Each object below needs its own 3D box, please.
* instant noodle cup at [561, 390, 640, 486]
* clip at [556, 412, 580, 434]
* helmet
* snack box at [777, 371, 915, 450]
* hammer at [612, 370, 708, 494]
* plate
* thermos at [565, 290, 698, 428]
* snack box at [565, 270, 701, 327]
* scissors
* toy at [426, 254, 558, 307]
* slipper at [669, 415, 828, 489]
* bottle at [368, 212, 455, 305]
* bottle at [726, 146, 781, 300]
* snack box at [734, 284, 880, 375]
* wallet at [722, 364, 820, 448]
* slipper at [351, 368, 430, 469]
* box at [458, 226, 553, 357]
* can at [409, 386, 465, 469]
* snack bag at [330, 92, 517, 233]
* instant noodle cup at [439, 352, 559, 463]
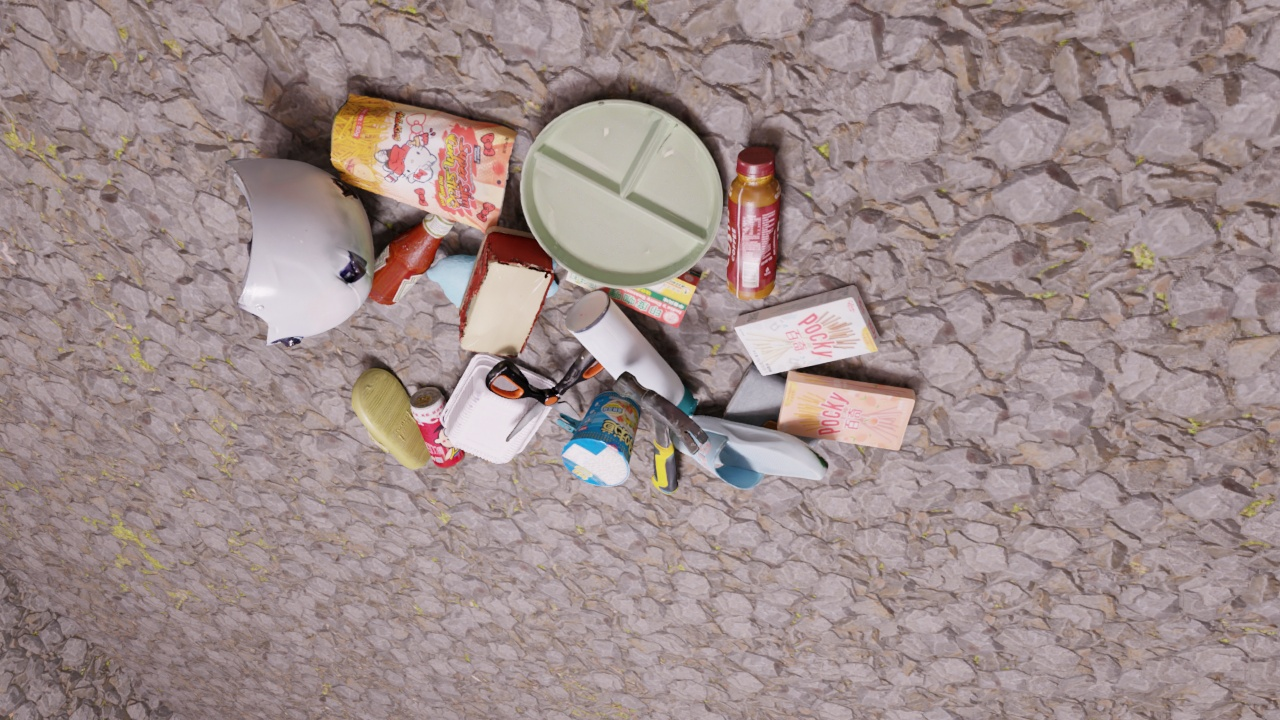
[{"bbox_3d":[-0.046,0.104,1.285,0.099,0.109,0.099,11,135,11],"label":"instant noodle cup"},{"bbox_3d":[-0.098,0.097,1.363,0.057,0.046,0.014,31,136,-7],"label":"clip"},{"bbox_3d":[-0.408,-0.139,1.146,0.146,0.229,0.259,-7,166,-9],"label":"helmet"},{"bbox_3d":[0.257,0.064,1.156,0.157,0.026,0.085,8,126,4],"label":"snack box"},{"bbox_3d":[0.032,0.120,1.241,0.126,0.031,0.324,34,161,18],"label":"hammer"},{"bbox_3d":[-0.021,-0.186,1.038,0.230,0.027,0.231,5,125,7],"label":"plate"},{"bbox_3d":[-0.007,0.007,1.195,0.073,0.073,0.224,-16,132,32],"label":"thermos"},{"bbox_3d":[-0.010,-0.103,1.137,0.156,0.026,0.077,23,137,0],"label":"snack box"},{"bbox_3d":[-0.119,0.035,1.247,0.221,0.021,0.230,-34,149,8],"label":"scissors"},{"bbox_3d":[-0.192,-0.105,1.192,0.161,0.049,0.157,22,132,-15],"label":"toy"},{"bbox_3d":[0.138,0.132,1.223,0.246,0.074,0.104,5,153,47],"label":"slipper"},{"bbox_3d":[-0.290,-0.146,1.188,0.060,0.059,0.207,40,128,-16],"label":"bottle"},{"bbox_3d":[0.125,-0.150,1.019,0.057,0.057,0.175,9,133,13],"label":"bottle"},{"bbox_3d":[0.202,-0.034,1.119,0.157,0.026,0.085,-14,125,32],"label":"snack box"},{"bbox_3d":[0.184,0.070,1.214,0.129,0.036,0.107,23,133,-2],"label":"wallet"},{"bbox_3d":[-0.400,0.097,1.436,0.082,0.091,0.190,-6,132,29],"label":"slipper"},{"bbox_3d":[-0.169,-0.075,1.131,0.091,0.077,0.169,9,139,-20],"label":"box"},{"bbox_3d":[-0.317,0.106,1.433,0.053,0.053,0.133,4,132,18],"label":"can"},{"bbox_3d":[-0.254,-0.236,1.081,0.208,0.073,0.129,17,113,5],"label":"snack bag"},{"bbox_3d":[-0.212,0.082,1.342,0.138,0.060,0.174,25,131,-15],"label":"instant noodle cup"}]
